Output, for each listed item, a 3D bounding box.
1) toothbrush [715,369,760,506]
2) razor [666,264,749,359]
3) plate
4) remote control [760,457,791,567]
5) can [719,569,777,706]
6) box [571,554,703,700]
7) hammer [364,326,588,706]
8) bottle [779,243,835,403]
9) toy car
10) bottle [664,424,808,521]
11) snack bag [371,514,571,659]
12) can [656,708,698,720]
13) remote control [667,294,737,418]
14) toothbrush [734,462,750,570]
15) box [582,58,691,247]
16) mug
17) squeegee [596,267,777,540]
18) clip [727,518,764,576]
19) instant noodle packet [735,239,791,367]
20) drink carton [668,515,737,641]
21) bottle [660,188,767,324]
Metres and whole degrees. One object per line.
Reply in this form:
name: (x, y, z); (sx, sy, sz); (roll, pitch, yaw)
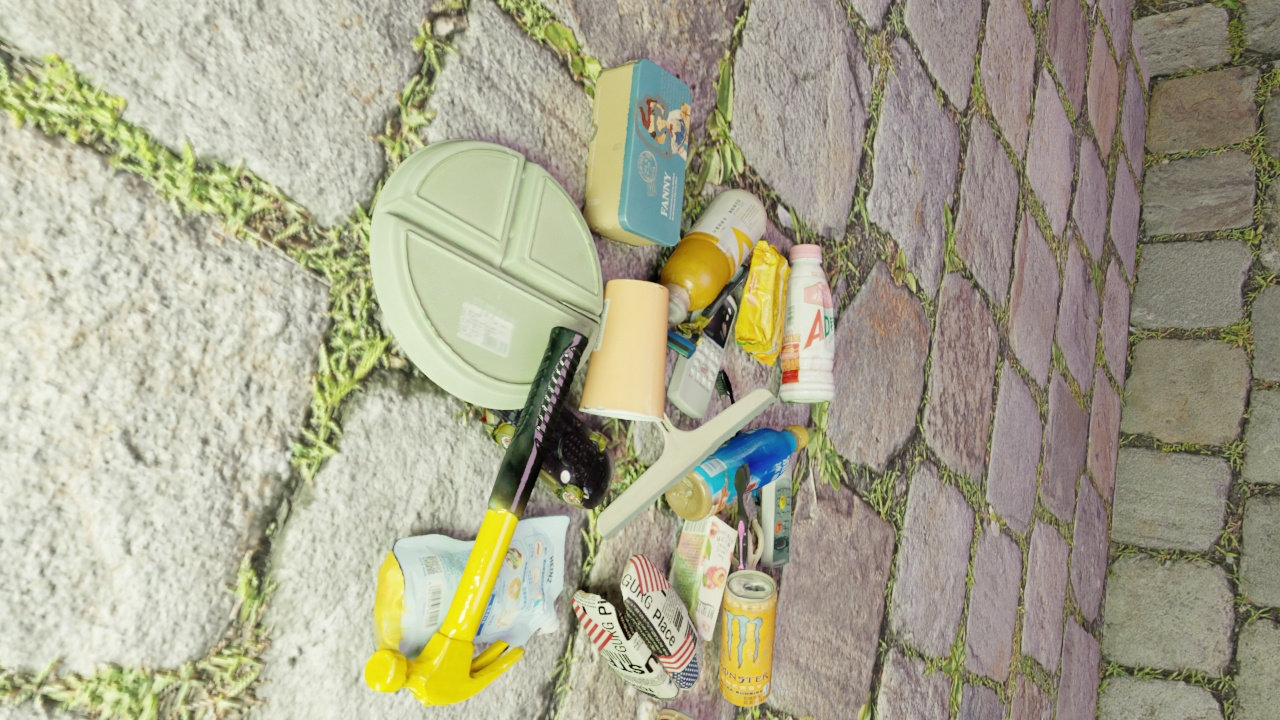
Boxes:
toothbrush: (0.115, 0.094, 1.075); (0.014, 0.016, 0.190); (-45, 126, -47)
razor: (0.075, -0.055, 0.991); (0.142, 0.043, 0.022); (-49, 159, -27)
plate: (-0.113, -0.074, 0.754); (0.229, 0.028, 0.230); (14, 69, -43)
remote control: (0.167, 0.184, 1.124); (0.056, 0.019, 0.135); (9, 83, -58)
can: (0.118, 0.306, 1.010); (0.058, 0.058, 0.146); (-27, 124, -48)
box: (0.006, 0.256, 0.882); (0.086, 0.076, 0.162); (-48, 123, -31)
hammer: (-0.105, 0.116, 0.709); (0.128, 0.033, 0.300); (34, 72, -50)
bottle: (0.208, -0.046, 1.150); (0.068, 0.068, 0.196); (10, 77, -50)
toy car: (-0.079, 0.072, 0.809); (0.158, 0.042, 0.070); (49, 50, -31)
bottle: (0.116, 0.114, 1.022); (0.218, 0.065, 0.065); (-19, 104, -46)
snack bag: (-0.129, 0.188, 0.752); (0.190, 0.039, 0.110); (2, 84, -52)
can: (0.023, 0.413, 0.917); (0.058, 0.059, 0.116); (57, 49, -33)
remote control: (0.071, -0.012, 1.012); (0.058, 0.021, 0.149); (40, 60, -43)
toothbrush: (0.111, 0.183, 0.985); (0.017, 0.014, 0.189); (-44, 141, -42)
box: (-0.003, -0.192, 0.894); (0.089, 0.063, 0.184); (10, 80, -50)
mug: (-0.011, -0.009, 0.839); (0.078, 0.078, 0.122); (14, 80, -50)
squeegee: (-0.005, 0.005, 0.907); (0.245, 0.039, 0.246); (-37, 112, -24)
clip: (0.120, 0.232, 1.053); (0.034, 0.072, 0.100); (7, 81, -51)
instant noodle packet: (0.144, -0.064, 1.075); (0.110, 0.044, 0.128); (27, 70, -64)
drink carton: (0.060, 0.229, 0.976); (0.053, 0.046, 0.122); (39, 60, -42)
bottle: (0.072, -0.110, 0.979); (0.189, 0.068, 0.068); (-53, 128, -37)
